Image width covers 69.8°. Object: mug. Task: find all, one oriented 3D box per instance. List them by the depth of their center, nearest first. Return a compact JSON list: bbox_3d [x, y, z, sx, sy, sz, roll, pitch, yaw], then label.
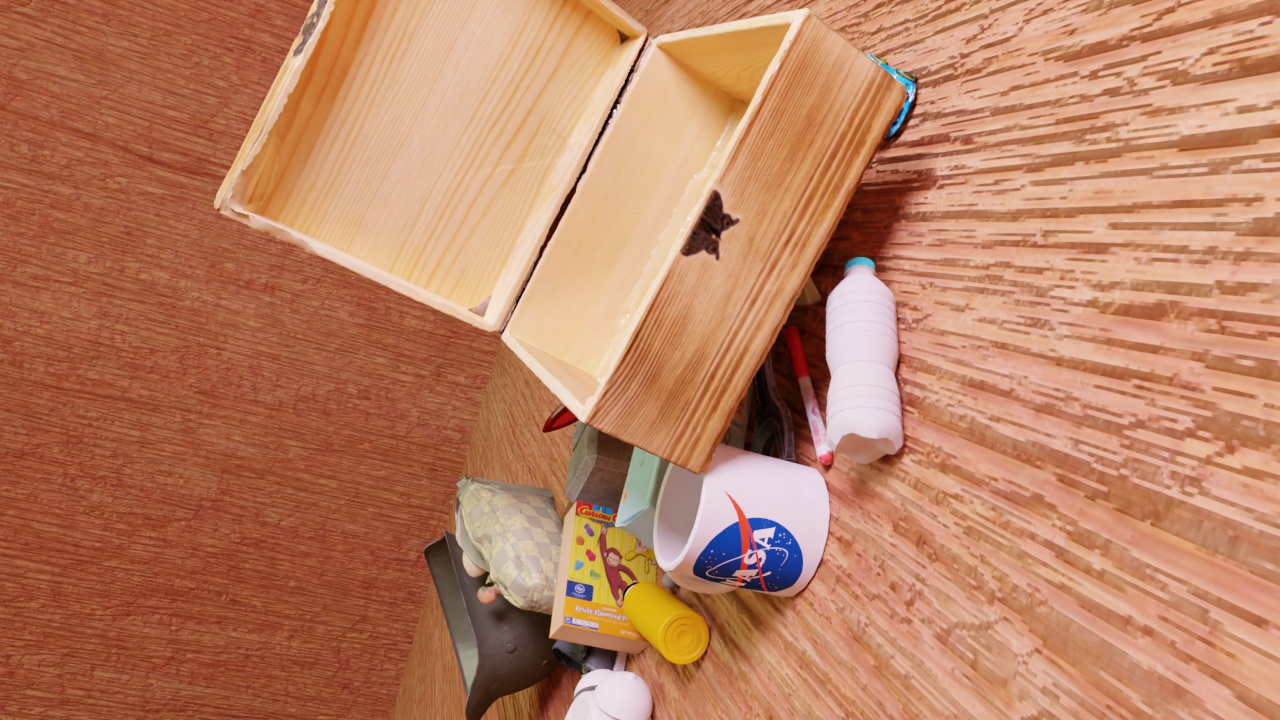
[{"bbox_3d":[0.061,0.118,0.634,0.091,0.090,0.121,-94,25,-53],"label":"mug"}]

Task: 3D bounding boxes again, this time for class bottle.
[{"bbox_3d":[0.138,-0.005,0.570,0.044,0.044,0.136,127,154,-55],"label":"bottle"},{"bbox_3d":[0.016,0.220,0.792,0.144,0.043,0.043,175,110,-74],"label":"bottle"}]

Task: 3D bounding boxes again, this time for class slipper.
[{"bbox_3d":[-0.058,0.315,0.937,0.111,0.063,0.263,140,141,-65],"label":"slipper"}]

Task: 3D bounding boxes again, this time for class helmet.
[{"bbox_3d":[-0.164,0.301,1.114,0.268,0.153,0.226,88,161,-47],"label":"helmet"}]

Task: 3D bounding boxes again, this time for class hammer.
[{"bbox_3d":[-0.070,0.157,1.098,0.162,0.083,0.319,-89,20,-45],"label":"hammer"}]

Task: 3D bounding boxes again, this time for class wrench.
[{"bbox_3d":[0.088,-0.040,0.713,0.070,0.010,0.273,131,136,-67],"label":"wrench"}]

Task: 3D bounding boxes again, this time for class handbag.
[{"bbox_3d":[-0.135,0.206,0.972,0.117,0.113,0.186,-56,40,18],"label":"handbag"}]

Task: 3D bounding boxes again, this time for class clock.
[{"bbox_3d":[-0.042,0.355,0.806,0.126,0.073,0.160,140,143,-65],"label":"clock"}]

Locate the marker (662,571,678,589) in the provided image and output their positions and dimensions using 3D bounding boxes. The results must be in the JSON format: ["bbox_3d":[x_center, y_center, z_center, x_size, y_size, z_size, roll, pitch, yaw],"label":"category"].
[{"bbox_3d":[0.050,0.145,0.795,0.016,0.016,0.141,-99,28,-58],"label":"marker"}]

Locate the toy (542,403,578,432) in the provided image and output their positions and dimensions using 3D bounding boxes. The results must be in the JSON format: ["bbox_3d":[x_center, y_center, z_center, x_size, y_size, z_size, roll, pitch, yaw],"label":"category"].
[{"bbox_3d":[-0.005,0.005,0.887,0.120,0.158,0.198,59,148,26],"label":"toy"}]

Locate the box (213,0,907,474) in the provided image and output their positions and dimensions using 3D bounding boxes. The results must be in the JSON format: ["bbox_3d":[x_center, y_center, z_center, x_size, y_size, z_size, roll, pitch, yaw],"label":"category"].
[{"bbox_3d":[-0.077,-0.145,0.626,0.279,0.336,0.286,-63,24,4],"label":"box"}]

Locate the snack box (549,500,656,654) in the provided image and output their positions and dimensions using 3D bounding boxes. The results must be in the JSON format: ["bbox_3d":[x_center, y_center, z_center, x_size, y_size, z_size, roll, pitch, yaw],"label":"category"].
[{"bbox_3d":[-0.033,0.211,0.893,0.040,0.088,0.125,124,157,-51],"label":"snack box"}]

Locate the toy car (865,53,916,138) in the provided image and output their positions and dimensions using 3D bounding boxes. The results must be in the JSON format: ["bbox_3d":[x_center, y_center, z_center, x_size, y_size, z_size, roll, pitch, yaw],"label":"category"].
[{"bbox_3d":[0.170,-0.199,0.678,0.105,0.032,0.048,-104,33,-60],"label":"toy car"}]

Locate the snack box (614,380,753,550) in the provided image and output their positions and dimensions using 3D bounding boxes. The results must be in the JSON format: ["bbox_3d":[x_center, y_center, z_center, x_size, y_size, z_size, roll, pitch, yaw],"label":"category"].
[{"bbox_3d":[0.039,0.070,0.738,0.053,0.075,0.174,-38,28,44],"label":"snack box"}]

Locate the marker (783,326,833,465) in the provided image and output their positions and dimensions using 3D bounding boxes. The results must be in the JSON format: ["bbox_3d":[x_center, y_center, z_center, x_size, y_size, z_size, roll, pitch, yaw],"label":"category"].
[{"bbox_3d":[0.122,0.023,0.666,0.142,0.012,0.013,-94,24,-50],"label":"marker"}]

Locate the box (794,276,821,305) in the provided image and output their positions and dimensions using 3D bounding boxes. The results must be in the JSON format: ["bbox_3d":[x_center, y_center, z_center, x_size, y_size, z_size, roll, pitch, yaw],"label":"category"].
[{"bbox_3d":[0.119,-0.106,0.780,0.098,0.082,0.188,63,168,-12],"label":"box"}]
